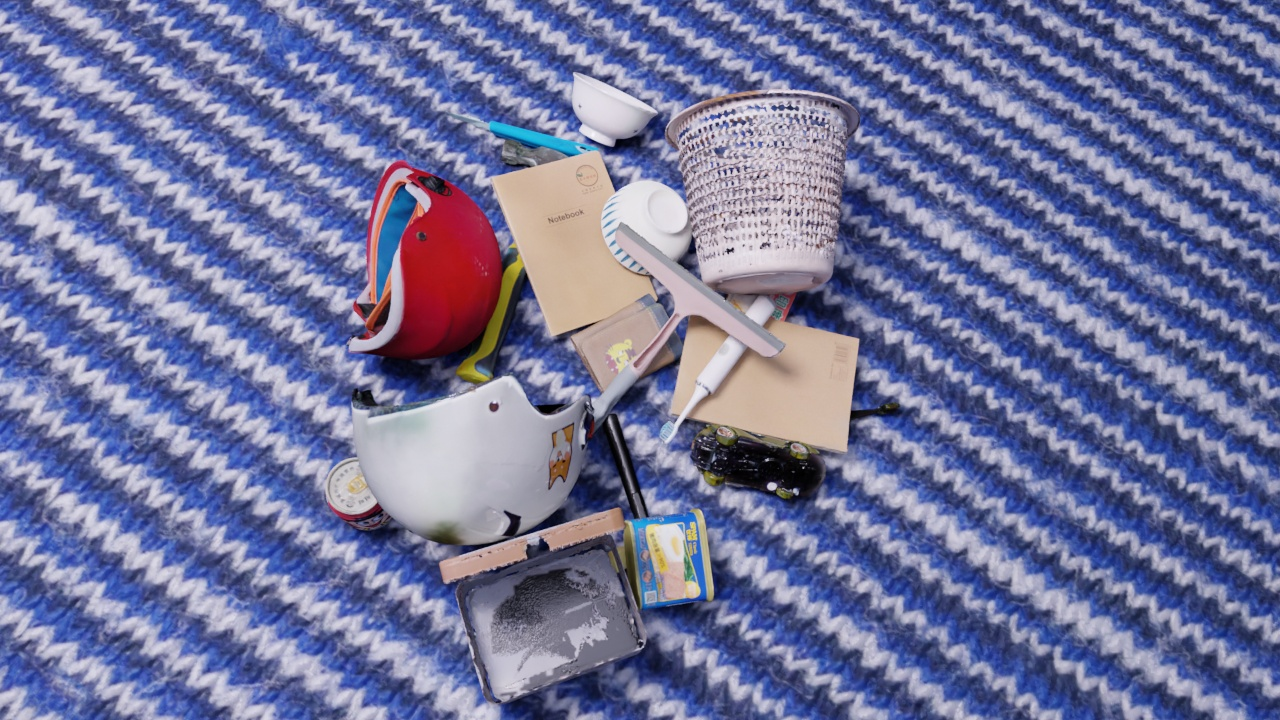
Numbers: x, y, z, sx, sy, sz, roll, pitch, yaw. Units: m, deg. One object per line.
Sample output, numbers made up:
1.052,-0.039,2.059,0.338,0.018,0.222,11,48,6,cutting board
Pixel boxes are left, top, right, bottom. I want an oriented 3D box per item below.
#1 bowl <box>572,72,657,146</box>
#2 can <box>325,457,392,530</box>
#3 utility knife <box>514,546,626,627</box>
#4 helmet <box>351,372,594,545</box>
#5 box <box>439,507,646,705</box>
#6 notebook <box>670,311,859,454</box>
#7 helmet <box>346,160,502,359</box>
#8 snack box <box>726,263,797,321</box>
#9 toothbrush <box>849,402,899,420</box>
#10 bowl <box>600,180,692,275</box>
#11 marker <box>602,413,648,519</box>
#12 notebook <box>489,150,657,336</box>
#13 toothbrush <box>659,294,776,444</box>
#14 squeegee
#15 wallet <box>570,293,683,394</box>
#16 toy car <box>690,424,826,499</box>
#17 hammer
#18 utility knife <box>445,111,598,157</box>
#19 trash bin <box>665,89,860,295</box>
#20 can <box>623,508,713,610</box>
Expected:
-0.044,-0.316,1.182,0.118,0.118,0.065,28,109,3,bowl
-0.298,0.143,0.985,0.066,0.094,0.066,2,71,-6,can
-0.050,0.238,1.021,0.206,0.021,0.031,-26,81,-8,utility knife
-0.164,0.108,0.934,0.230,0.274,0.156,-4,79,20,helmet
-0.090,0.237,0.910,0.183,0.194,0.156,-18,73,-10,box
0.152,0.018,1.094,0.211,0.012,0.149,13,69,-2,notebook
-0.234,-0.106,1.036,0.143,0.208,0.239,14,40,-27,helmet
0.133,-0.044,1.135,0.077,0.027,0.155,26,70,2,snack box
0.212,0.073,1.104,0.212,0.027,0.026,-9,68,-9,toothbrush
0.017,-0.170,1.126,0.116,0.066,0.116,9,71,-27,bowl
-0.018,0.124,1.062,0.020,0.022,0.132,-17,74,-5,marker
-0.080,-0.147,1.126,0.147,0.008,0.207,-20,86,-21,notebook
0.090,0.010,1.071,0.026,0.027,0.220,49,68,-27,toothbrush
-0.006,0.006,1.066,0.247,0.040,0.249,39,87,15,squeegee
-0.014,-0.018,1.105,0.115,0.033,0.090,-29,86,-12,wallet
0.137,0.117,1.063,0.158,0.070,0.042,14,28,-2,toy car
-0.150,-0.121,1.127,0.126,0.032,0.322,15,70,0,hammer
-0.153,-0.291,1.185,0.204,0.034,0.018,16,82,0,utility knife
0.145,-0.183,1.070,0.227,0.228,0.192,-1,84,-7,trash bin
0.029,0.219,1.007,0.083,0.057,0.102,-5,83,-12,can
